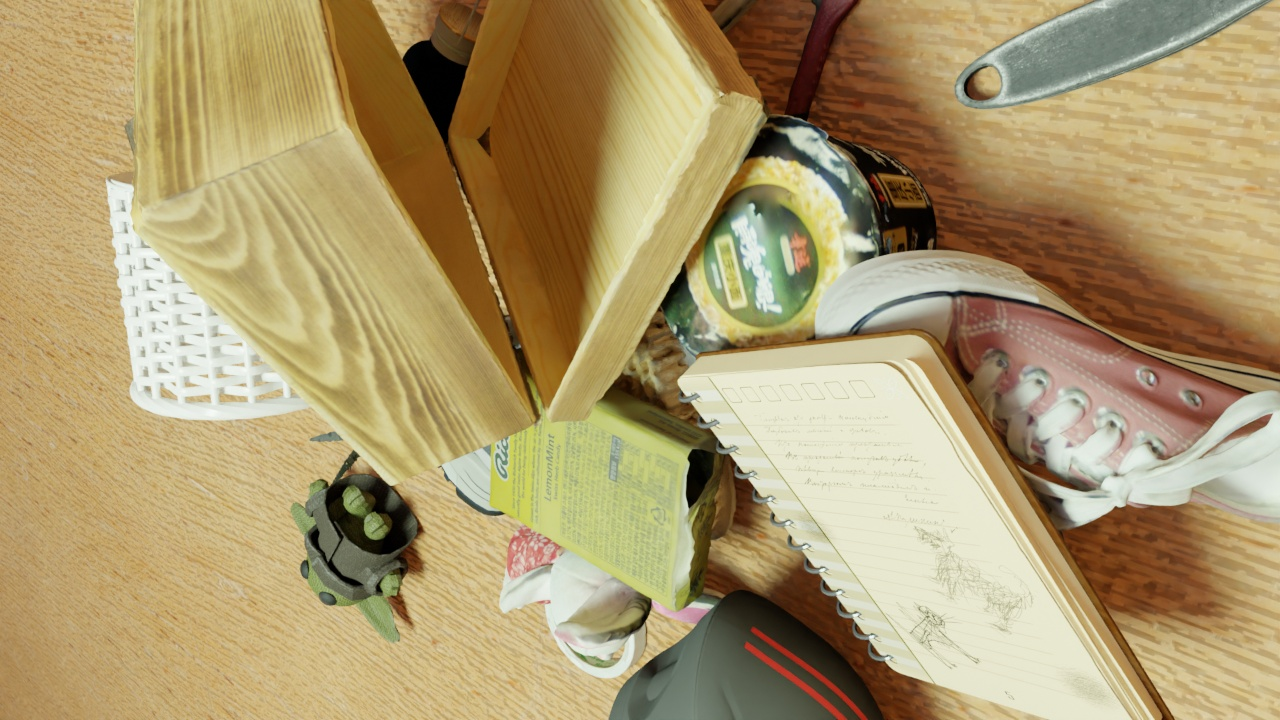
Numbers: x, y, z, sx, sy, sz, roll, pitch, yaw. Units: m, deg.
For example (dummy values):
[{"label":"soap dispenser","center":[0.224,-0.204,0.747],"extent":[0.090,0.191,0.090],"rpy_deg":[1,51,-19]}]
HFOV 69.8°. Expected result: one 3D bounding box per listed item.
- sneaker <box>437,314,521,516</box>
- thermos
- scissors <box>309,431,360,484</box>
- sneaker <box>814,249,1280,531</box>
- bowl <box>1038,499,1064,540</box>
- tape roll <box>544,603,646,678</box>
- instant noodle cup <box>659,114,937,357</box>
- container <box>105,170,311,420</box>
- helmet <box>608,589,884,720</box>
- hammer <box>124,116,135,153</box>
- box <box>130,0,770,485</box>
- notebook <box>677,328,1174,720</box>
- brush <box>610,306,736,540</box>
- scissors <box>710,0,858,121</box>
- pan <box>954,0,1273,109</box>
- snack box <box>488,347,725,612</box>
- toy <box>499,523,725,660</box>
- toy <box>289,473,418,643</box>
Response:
[{"label":"sneaker","center":[-0.144,-0.001,0.729],"extent":[0.125,0.088,0.240],"rpy_deg":[-40,86,35]},{"label":"thermos","center":[-0.169,-0.180,0.701],"extent":[0.061,0.061,0.232],"rpy_deg":[51,128,15]},{"label":"scissors","center":[-0.226,0.054,0.825],"extent":[0.157,0.012,0.169],"rpy_deg":[19,101,19]},{"label":"sneaker","center":[0.189,0.028,0.390],"extent":[0.241,0.087,0.118],"rpy_deg":[17,129,-1]},{"label":"bowl","center":[0.168,0.094,0.491],"extent":[0.145,0.067,0.145],"rpy_deg":[37,155,20]},{"label":"tape roll","center":[-0.038,0.211,0.744],"extent":[0.094,0.018,0.094],"rpy_deg":[13,111,36]},{"label":"instant noodle cup","center":[0.091,-0.063,0.495],"extent":[0.137,0.112,0.137],"rpy_deg":[12,110,36]},{"label":"container","center":[-0.348,-0.067,0.798],"extent":[0.189,0.188,0.187],"rpy_deg":[14,111,35]},{"label":"helmet","center":[0.076,0.264,0.573],"extent":[0.170,0.163,0.265],"rpy_deg":[-4,115,27]},{"label":"hammer","center":[-0.412,-0.206,0.905],"extent":[0.302,0.037,0.158],"rpy_deg":[-13,95,41]},{"label":"box","center":[-0.090,-0.124,0.525],"extent":[0.270,0.263,0.279],"rpy_deg":[72,175,-54]},{"label":"notebook","center":[0.122,0.084,0.434],"extent":[0.225,0.024,0.168],"rpy_deg":[53,154,-17]},{"label":"brush","center":[-0.003,0.003,0.627],"extent":[0.083,0.056,0.271],"rpy_deg":[-13,95,44]},{"label":"scissors","center":[0.085,-0.205,0.519],"extent":[0.180,0.015,0.195],"rpy_deg":[3,105,38]},{"label":"pan","center":[0.291,-0.167,0.350],"extent":[0.358,0.055,0.187],"rpy_deg":[-14,95,36]},{"label":"snack box","center":[-0.026,0.073,0.600],"extent":[0.181,0.045,0.121],"rpy_deg":[22,119,36]},{"label":"toy","center":[-0.037,0.165,0.657],"extent":[0.195,0.158,0.084],"rpy_deg":[2,86,45]},{"label":"toy","center":[-0.280,0.180,0.890],"extent":[0.179,0.078,0.153],"rpy_deg":[47,128,15]}]
